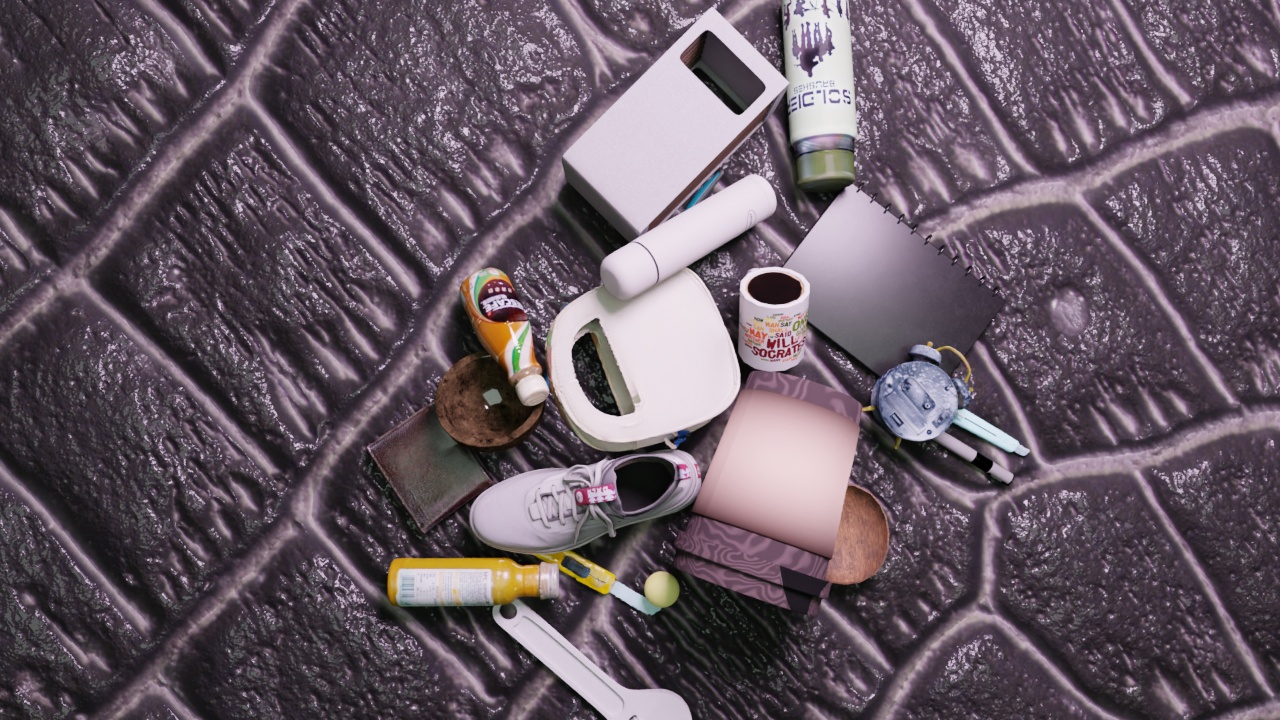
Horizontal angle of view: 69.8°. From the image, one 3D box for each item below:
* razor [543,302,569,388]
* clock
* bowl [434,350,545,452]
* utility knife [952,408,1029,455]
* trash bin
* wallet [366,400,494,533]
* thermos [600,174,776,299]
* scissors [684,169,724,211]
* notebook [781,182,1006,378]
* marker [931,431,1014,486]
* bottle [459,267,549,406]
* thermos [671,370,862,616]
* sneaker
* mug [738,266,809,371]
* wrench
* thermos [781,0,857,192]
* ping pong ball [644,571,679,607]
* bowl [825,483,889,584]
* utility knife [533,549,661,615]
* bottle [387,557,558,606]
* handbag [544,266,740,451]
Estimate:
[{"bbox_3d":[-0.099,0.005,1.056,0.042,0.022,0.144,27,93,37],"label":"razor"},{"bbox_3d":[0.316,0.036,1.031,0.129,0.052,0.090,-40,88,-1],"label":"clock"},{"bbox_3d":[-0.163,0.053,1.027,0.121,0.056,0.121,-1,60,2],"label":"bowl"},{"bbox_3d":[0.400,0.080,1.069,0.119,0.015,0.022,29,87,-4],"label":"utility knife"},{"bbox_3d":[0.036,-0.251,1.017,0.114,0.114,0.229,45,88,0],"label":"trash bin"},{"bbox_3d":[-0.239,0.120,1.046,0.099,0.031,0.120,-35,87,-5],"label":"wallet"},{"bbox_3d":[0.052,-0.133,0.989,0.223,0.052,0.052,-33,89,-27],"label":"thermos"},{"bbox_3d":[0.065,-0.156,1.064,0.148,0.019,0.132,-1,88,-2],"label":"scissors"},{"bbox_3d":[0.287,-0.079,1.068,0.231,0.019,0.169,37,89,0],"label":"notebook"},{"bbox_3d":[0.370,0.102,1.066,0.140,0.016,0.016,31,88,0],"label":"marker"},{"bbox_3d":[-0.145,-0.024,1.004,0.059,0.059,0.167,-27,62,-2],"label":"bottle"},{"bbox_3d":[0.145,0.138,0.990,0.172,0.173,0.226,19,81,-1],"label":"thermos"},{"bbox_3d":[-0.062,0.151,0.995,0.263,0.129,0.096,-13,78,0],"label":"sneaker"},{"bbox_3d":[0.142,-0.055,1.025,0.073,0.105,0.090,-14,132,-11],"label":"mug"},{"bbox_3d":[-0.054,0.356,1.049,0.273,0.018,0.086,42,88,1],"label":"wrench"},{"bbox_3d":[0.202,-0.308,1.044,0.082,0.082,0.231,-4,89,-2],"label":"thermos"},{"bbox_3d":[0.024,0.260,1.041,0.040,0.040,0.040,0,88,-2],"label":"ping pong ball"},{"bbox_3d":[0.232,0.197,1.052,0.102,0.026,0.114,-3,85,13],"label":"bowl"},{"bbox_3d":[-0.068,0.238,1.054,0.206,0.018,0.030,29,97,-3],"label":"utility knife"},{"bbox_3d":[-0.185,0.248,1.030,0.186,0.053,0.053,0,88,-2],"label":"bottle"},{"bbox_3d":[-0.006,0.006,1.012,0.199,0.093,0.200,-18,82,-16],"label":"handbag"}]
